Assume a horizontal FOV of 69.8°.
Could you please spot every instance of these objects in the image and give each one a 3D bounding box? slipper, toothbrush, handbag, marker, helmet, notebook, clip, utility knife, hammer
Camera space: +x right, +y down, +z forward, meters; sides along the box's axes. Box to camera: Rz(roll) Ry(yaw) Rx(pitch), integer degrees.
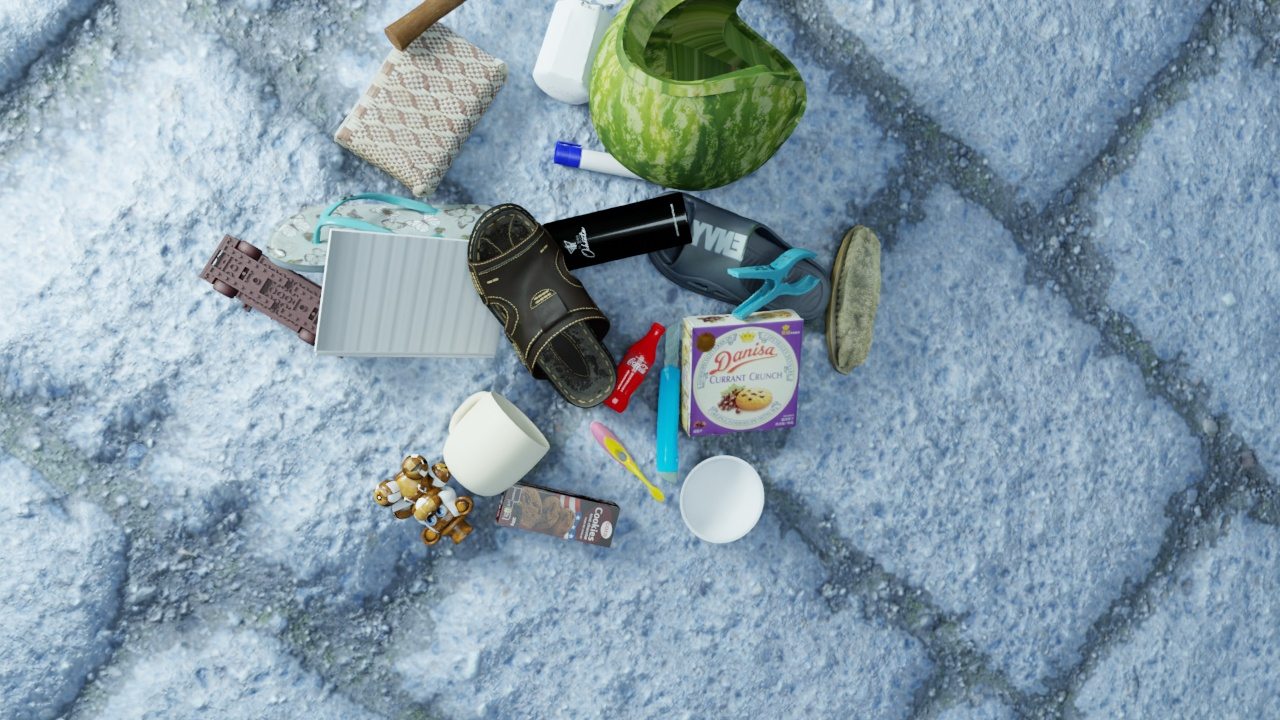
[{"bbox_3d":[0.127,-0.119,1.130,0.268,0.083,0.110,24,90,-15],"label":"slipper"},{"bbox_3d":[-0.017,0.126,1.146,0.021,0.016,0.135,-43,99,-6],"label":"toothbrush"},{"bbox_3d":[-0.248,-0.291,1.047,0.124,0.047,0.185,32,84,-7],"label":"handbag"},{"bbox_3d":[-0.037,-0.240,1.112,0.133,0.023,0.027,8,94,-14],"label":"marker"},{"bbox_3d":[-0.277,-0.157,1.022,0.268,0.098,0.055,-9,140,-22],"label":"slipper"},{"bbox_3d":[0.063,-0.301,1.023,0.243,0.247,0.213,-19,74,6],"label":"helmet"},{"bbox_3d":[-0.246,-0.069,1.020,0.209,0.009,0.143,1,116,-33],"label":"notebook"},{"bbox_3d":[0.160,-0.111,1.097,0.126,0.028,0.114,-12,119,-26],"label":"clip"},{"bbox_3d":[-0.104,-0.051,1.036,0.113,0.075,0.268,-30,114,-2],"label":"slipper"},{"bbox_3d":[0.037,0.054,1.146,0.031,0.015,0.205,1,102,-12],"label":"utility knife"},{"bbox_3d":[-0.160,-0.459,1.045,0.322,0.033,0.115,-44,102,-15],"label":"hammer"}]

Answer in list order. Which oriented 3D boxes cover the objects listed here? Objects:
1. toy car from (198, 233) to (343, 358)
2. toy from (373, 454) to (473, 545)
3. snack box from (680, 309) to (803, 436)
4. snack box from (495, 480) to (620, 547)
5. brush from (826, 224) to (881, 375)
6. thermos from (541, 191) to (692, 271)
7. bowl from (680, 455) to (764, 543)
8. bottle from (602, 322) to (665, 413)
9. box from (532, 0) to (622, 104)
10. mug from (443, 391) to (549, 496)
[{"bbox_3d":[-0.391,-0.070,1.019,0.170,0.062,0.070,32,86,-12],"label":"toy car"},{"bbox_3d":[-0.244,0.167,1.069,0.087,0.067,0.112,-43,89,8],"label":"toy"},{"bbox_3d":[0.124,0.015,1.140,0.143,0.040,0.148,-5,111,-12],"label":"snack box"},{"bbox_3d":[-0.100,0.186,1.120,0.141,0.032,0.051,15,90,-14],"label":"snack box"},{"bbox_3d":[0.276,-0.078,1.187,0.059,0.043,0.195,7,91,-13],"label":"brush"},{"bbox_3d":[-0.058,-0.142,1.076,0.231,0.061,0.061,-12,97,5],"label":"thermos"},{"bbox_3d":[0.097,0.172,1.162,0.110,0.040,0.110,-1,94,-13],"label":"bowl"},{"bbox_3d":[-0.007,0.007,1.128,0.036,0.036,0.119,33,85,-13],"label":"bottle"},{"bbox_3d":[-0.065,-0.387,1.062,0.083,0.092,0.166,16,87,-3],"label":"box"},{"bbox_3d":[-0.181,0.096,1.069,0.100,0.096,0.120,-45,62,2],"label":"mug"}]
